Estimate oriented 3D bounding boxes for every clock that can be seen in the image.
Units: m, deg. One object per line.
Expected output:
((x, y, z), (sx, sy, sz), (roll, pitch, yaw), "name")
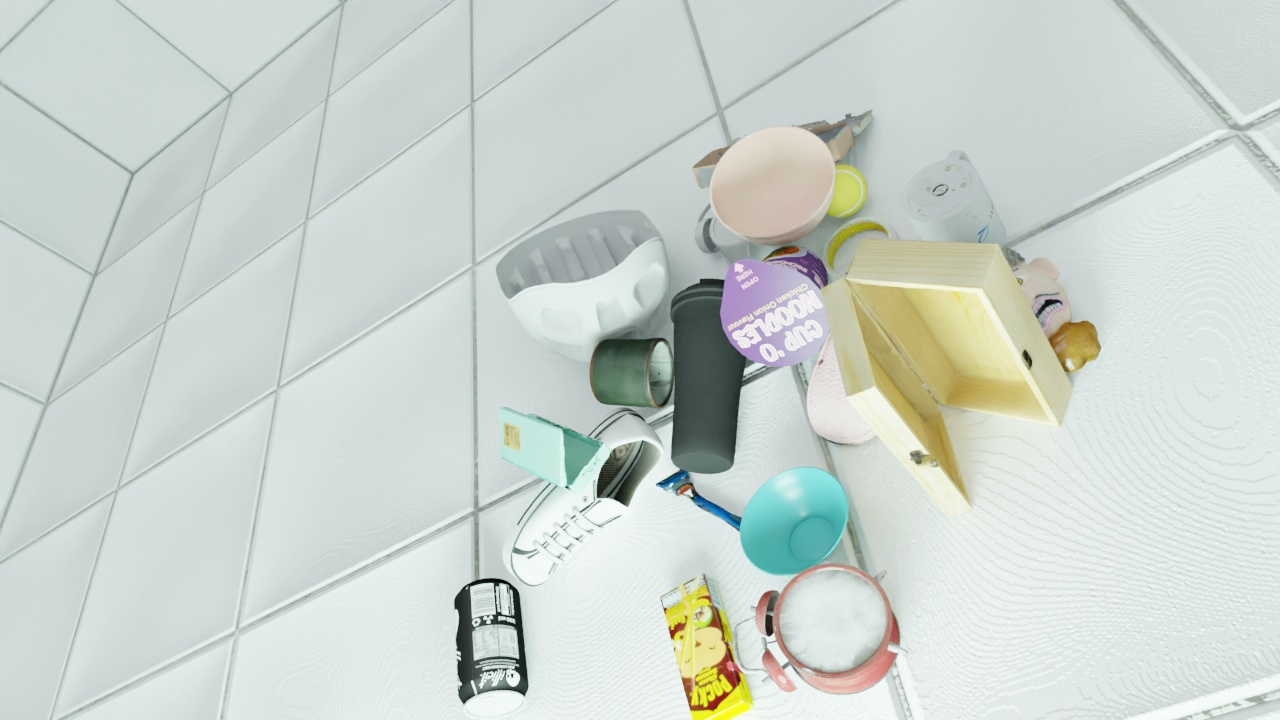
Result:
((0.166, 0.259, 0.866), (0.157, 0.062, 0.109), (-16, 50, 13), "clock")
((0.136, -0.181, 1.222), (0.120, 0.061, 0.159), (-48, 38, -1), "clock")

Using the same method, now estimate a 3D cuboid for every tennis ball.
((0.249, -0.210, 1.141), (0.065, 0.065, 0.065), (-21, 49, 26), "tennis ball")

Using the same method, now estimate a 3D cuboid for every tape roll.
((0.265, -0.130, 1.104), (0.094, 0.019, 0.093), (-22, 48, 26), "tape roll")

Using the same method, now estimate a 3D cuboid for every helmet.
((-0.078, -0.116, 1.244), (0.224, 0.184, 0.282), (-22, 43, -14), "helmet")

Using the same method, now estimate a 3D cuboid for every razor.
((0.077, 0.165, 1.044), (0.043, 0.018, 0.141), (-25, 35, -31), "razor")

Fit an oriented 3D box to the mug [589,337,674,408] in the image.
((-0.007, 0.006, 1.132), (0.081, 0.085, 0.110), (2, 39, 23), "mug")

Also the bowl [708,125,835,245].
((0.166, -0.200, 1.113), (0.153, 0.076, 0.152), (-8, 68, 21), "bowl")

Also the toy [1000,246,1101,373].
((0.375, -0.048, 0.918), (0.132, 0.076, 0.176), (-50, 50, 0), "toy")

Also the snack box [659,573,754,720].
((0.066, 0.299, 0.950), (0.061, 0.025, 0.148), (-33, 44, 17), "snack box")

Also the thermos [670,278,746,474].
((0.081, 0.020, 1.092), (0.106, 0.106, 0.218), (-12, 59, 33), "thermos")

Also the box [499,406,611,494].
((-0.123, 0.097, 1.088), (0.077, 0.080, 0.189), (-54, 28, -13), "box")

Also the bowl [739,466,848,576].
((0.166, 0.173, 0.941), (0.121, 0.046, 0.121), (-25, 42, 25), "bowl")

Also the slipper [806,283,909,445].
((0.252, -0.012, 1.002), (0.107, 0.055, 0.221), (9, 76, 41), "slipper")

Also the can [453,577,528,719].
((-0.177, 0.337, 1.081), (0.080, 0.080, 0.145), (-31, 45, 18), "can")

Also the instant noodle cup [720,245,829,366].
((0.162, -0.080, 1.059), (0.122, 0.137, 0.121), (-31, 13, 31), "instant noodle cup")

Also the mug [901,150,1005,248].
((0.348, -0.172, 1.008), (0.083, 0.096, 0.119), (0, 61, 39), "mug")

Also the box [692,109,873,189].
((0.191, -0.289, 1.233), (0.217, 0.043, 0.150), (-3, 35, 38), "box")

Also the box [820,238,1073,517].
((0.267, 0.008, 0.833), (0.184, 0.248, 0.142), (-48, 42, 0), "box")

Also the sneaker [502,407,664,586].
((-0.058, 0.174, 1.093), (0.245, 0.091, 0.097), (-49, 36, -8), "sneaker")
